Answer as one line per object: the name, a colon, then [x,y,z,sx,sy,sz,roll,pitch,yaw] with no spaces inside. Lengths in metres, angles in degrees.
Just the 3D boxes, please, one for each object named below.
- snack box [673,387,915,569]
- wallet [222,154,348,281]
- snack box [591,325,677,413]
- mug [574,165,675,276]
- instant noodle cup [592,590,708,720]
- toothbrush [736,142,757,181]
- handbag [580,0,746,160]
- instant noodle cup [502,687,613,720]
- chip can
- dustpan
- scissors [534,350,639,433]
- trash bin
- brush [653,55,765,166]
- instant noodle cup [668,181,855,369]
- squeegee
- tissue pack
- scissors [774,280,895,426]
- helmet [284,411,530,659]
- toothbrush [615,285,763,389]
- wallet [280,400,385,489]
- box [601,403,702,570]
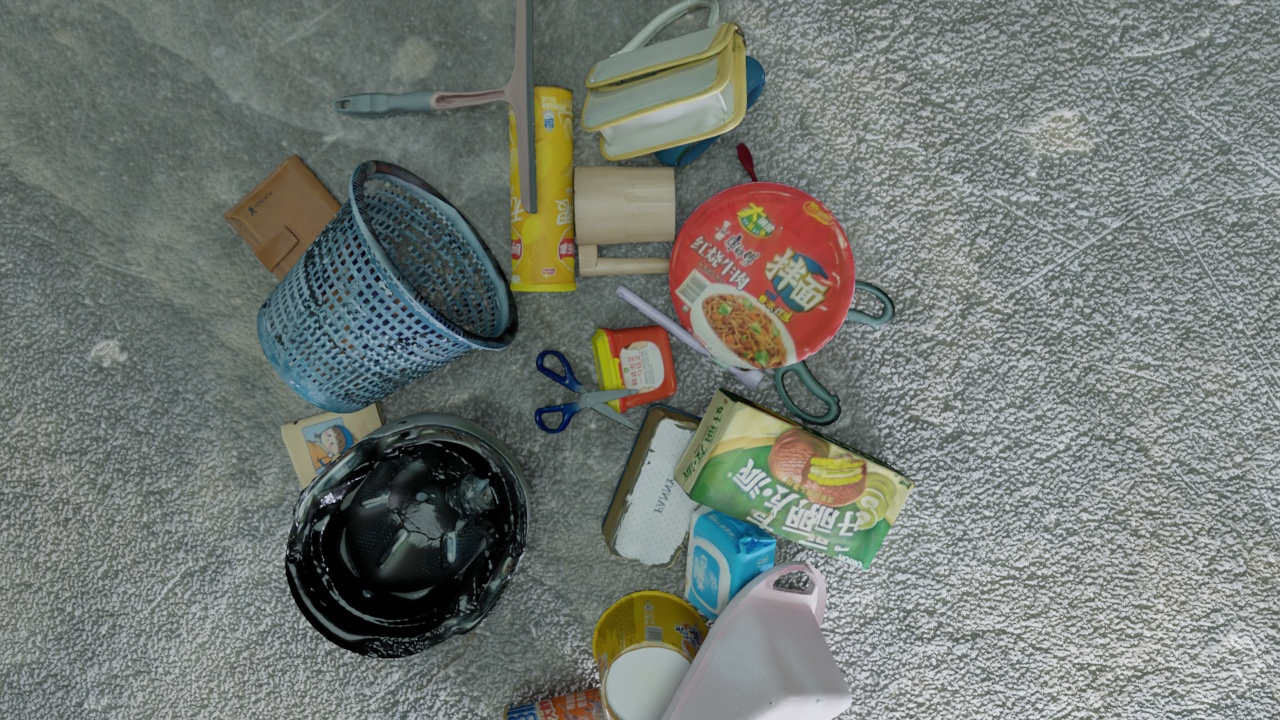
snack box: [0.165,0.128,0.983,0.240,0.063,0.114,25,97,-20]
wallet: [-0.379,-0.138,1.010,0.119,0.035,0.130,-41,95,-1]
snack box: [-0.006,0.006,0.995,0.080,0.082,0.091,-11,97,-8]
mug: [-0.016,-0.147,0.980,0.103,0.084,0.125,-1,122,0]
instant noodle cup: [0.013,0.342,1.022,0.138,0.109,0.138,0,98,0]
toothbrush: [0.143,-0.148,0.997,0.016,0.017,0.187,-22,94,7]
handbag: [0.023,-0.303,0.936,0.164,0.063,0.178,-9,60,24]
instant noodle cup: [-0.078,0.442,1.024,0.111,0.151,0.151,-17,97,-5]
chip can: [-0.104,-0.180,0.976,0.072,0.072,0.213,0,96,1]
dustpan: [0.108,0.350,1.002,0.274,0.222,0.138,-40,54,19]
scissors: [-0.065,0.046,0.985,0.165,0.012,0.157,52,127,30]
trash bin: [-0.271,-0.056,0.938,0.195,0.226,0.226,-34,96,17]
brush: [0.072,-0.259,0.959,0.144,0.073,0.055,-42,108,8]
instant noodle cup: [0.129,-0.090,0.967,0.194,0.065,0.194,3,100,15]
squeegee: [-0.213,-0.274,0.963,0.250,0.040,0.248,2,96,21]
tissue pack: [0.094,0.227,0.994,0.063,0.090,0.140,-16,123,-32]
scissors: [0.199,-0.008,1.016,0.170,0.019,0.180,-5,95,2]
helmet: [-0.234,0.168,0.983,0.230,0.156,0.274,36,107,-8]
toothbrush: [0.052,-0.028,1.018,0.189,0.021,0.029,34,129,-2]
wallet: [-0.341,0.099,1.043,0.115,0.024,0.087,-16,92,2]
box: [0.026,0.134,1.015,0.089,0.059,0.184,22,95,-13]
